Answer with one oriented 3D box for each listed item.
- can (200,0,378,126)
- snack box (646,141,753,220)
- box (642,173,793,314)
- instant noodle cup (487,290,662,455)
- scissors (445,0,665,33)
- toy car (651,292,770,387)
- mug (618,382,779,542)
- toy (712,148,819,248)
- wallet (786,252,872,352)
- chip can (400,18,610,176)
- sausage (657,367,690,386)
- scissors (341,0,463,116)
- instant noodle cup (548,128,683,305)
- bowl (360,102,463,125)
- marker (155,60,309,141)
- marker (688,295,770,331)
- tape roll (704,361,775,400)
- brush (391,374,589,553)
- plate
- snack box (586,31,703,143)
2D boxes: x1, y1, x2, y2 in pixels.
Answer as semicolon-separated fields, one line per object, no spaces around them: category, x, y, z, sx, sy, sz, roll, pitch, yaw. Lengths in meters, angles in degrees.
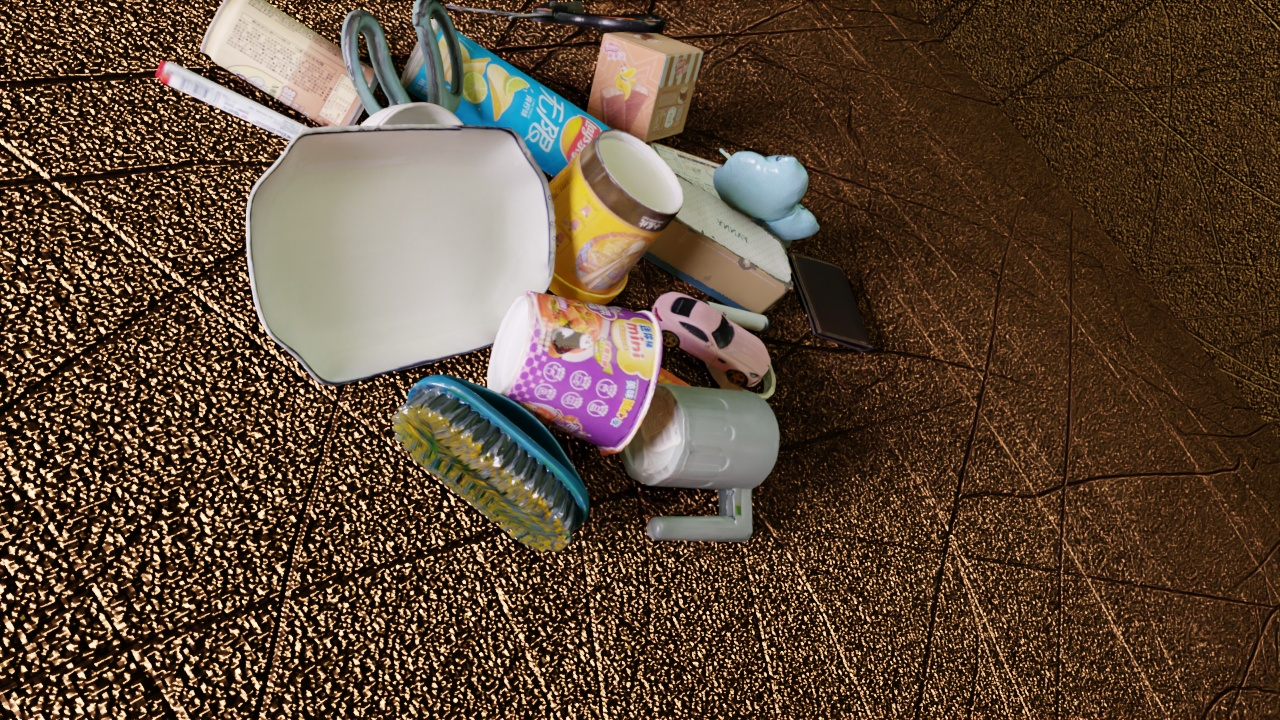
can;-0.262;-0.224;0.693;0.116;0.059;0.058;30;39;-24
snack box;0.068;-0.197;1.043;0.153;0.026;0.075;7;53;-42
box;0.071;-0.120;0.945;0.184;0.062;0.089;26;40;-24
instant noodle cup;-0.051;0.003;0.665;0.099;0.112;0.111;18;44;-24
scissors;-0.087;-0.370;0.977;0.233;0.022;0.220;3;23;-6
toy car;0.067;-0.023;0.848;0.122;0.037;0.056;30;46;0
mug;0.045;0.080;0.722;0.103;0.084;0.124;9;76;-40
toy;0.131;-0.172;0.979;0.156;0.162;0.049;26;66;-27
wallet;0.225;-0.070;1.094;0.096;0.020;0.122;12;50;-33
chip can;-0.111;-0.225;0.843;0.210;0.071;0.071;26;41;-27
sausage;-0.005;0.005;0.779;0.165;0.022;0.021;31;39;-22
scissors;-0.169;-0.216;0.741;0.177;0.019;0.171;63;36;-40
instant noodle cup;-0.034;-0.127;0.793;0.118;0.115;0.118;28;39;-26
bowl;-0.177;-0.131;0.676;0.113;0.062;0.113;-19;114;-53
marker;-0.276;-0.179;0.672;0.145;0.017;0.017;23;42;-31
marker;0.084;-0.047;0.922;0.130;0.023;0.018;11;78;-39
tape roll;0.096;0.003;0.893;0.085;0.014;0.085;27;40;-26
brush;-0.091;0.061;0.606;0.144;0.055;0.073;41;37;-9
plate;-0.157;-0.079;0.633;0.265;0.034;0.162;-21;114;-51
snack box;0.004;-0.298;0.993;0.077;0.095;0.092;27;31;19
